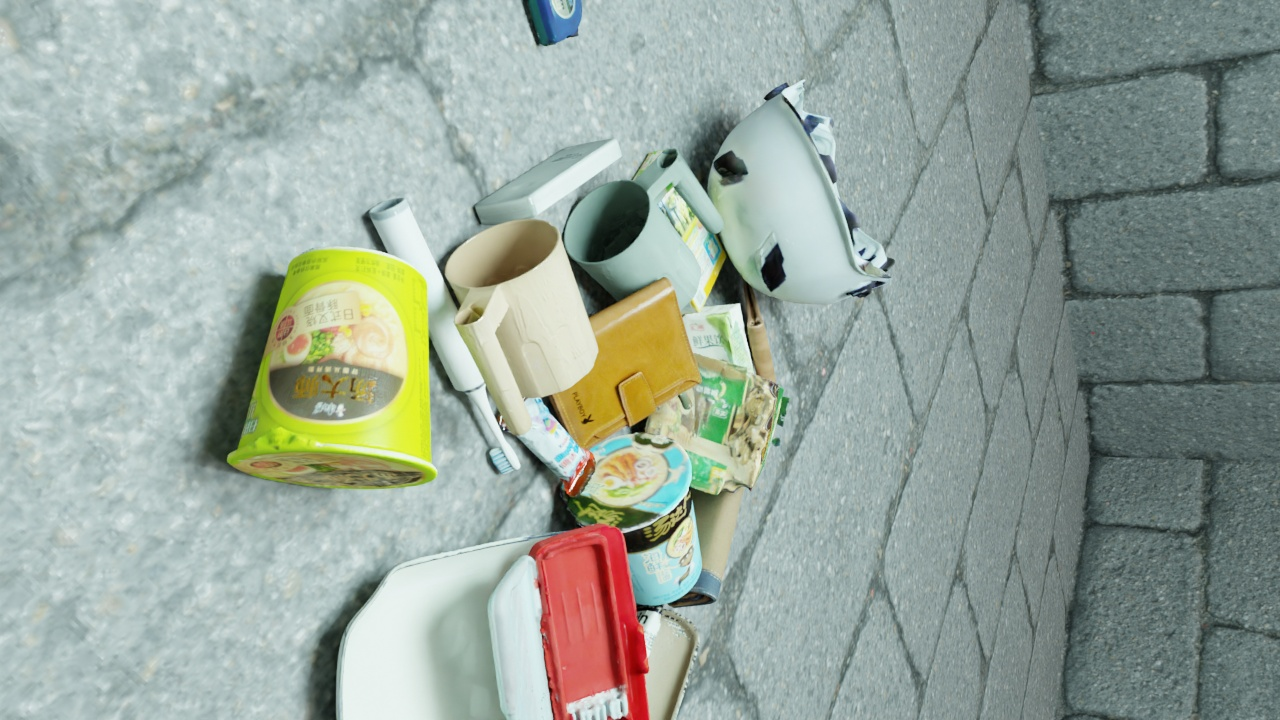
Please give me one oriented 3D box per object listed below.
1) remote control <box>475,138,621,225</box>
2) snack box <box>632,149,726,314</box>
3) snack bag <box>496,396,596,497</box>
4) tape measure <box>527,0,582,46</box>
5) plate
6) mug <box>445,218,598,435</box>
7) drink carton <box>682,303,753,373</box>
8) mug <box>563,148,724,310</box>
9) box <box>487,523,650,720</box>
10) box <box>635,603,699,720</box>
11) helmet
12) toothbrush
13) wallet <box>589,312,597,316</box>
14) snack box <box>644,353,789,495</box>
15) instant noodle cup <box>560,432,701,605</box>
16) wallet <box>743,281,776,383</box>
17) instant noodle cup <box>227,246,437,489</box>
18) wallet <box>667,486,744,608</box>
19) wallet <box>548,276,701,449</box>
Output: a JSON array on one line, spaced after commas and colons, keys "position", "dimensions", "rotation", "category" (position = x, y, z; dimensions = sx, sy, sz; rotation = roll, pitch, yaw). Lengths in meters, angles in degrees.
[{"position": [-0.070, -0.140, 0.718], "dimensions": [0.134, 0.056, 0.019], "rotation": [-48, 127, -47], "category": "remote control"}, {"position": [0.033, -0.123, 0.891], "dimensions": [0.140, 0.034, 0.086], "rotation": [60, 44, -38], "category": "snack box"}, {"position": [-0.072, 0.063, 0.727], "dimensions": [0.105, 0.026, 0.045], "rotation": [51, 58, -30], "category": "snack bag"}, {"position": [-0.071, -0.290, 0.749], "dimensions": [0.054, 0.025, 0.058], "rotation": [-48, 131, -48], "category": "tape measure"}, {"position": [-0.115, 0.209, 0.656], "dimensions": [0.265, 0.034, 0.162], "rotation": [1, 87, -56], "category": "plate"}, {"position": [-0.085, -0.023, 0.647], "dimensions": [0.124, 0.084, 0.104], "rotation": [-76, 154, -48], "category": "mug"}, {"position": [0.085, 0.004, 0.943], "dimensions": [0.045, 0.054, 0.122], "rotation": [-39, 120, -54], "category": "drink carton"}, {"position": [0.010, -0.105, 0.789], "dimensions": [0.124, 0.083, 0.103], "rotation": [-44, 139, 1], "category": "mug"}, {"position": [-0.056, 0.231, 0.661], "dimensions": [0.157, 0.069, 0.201], "rotation": [-19, 105, -51], "category": "box"}, {"position": [0.005, 0.285, 0.792], "dimensions": [0.086, 0.076, 0.161], "rotation": [32, 56, -16], "category": "box"}, {"position": [0.149, -0.155, 0.944], "dimensions": [0.229, 0.146, 0.258], "rotation": [66, 21, 1], "category": "helmet"}, {"position": [-0.131, -0.009, 0.648], "dimensions": [0.026, 0.026, 0.221], "rotation": [-106, 176, -64], "category": "toothbrush"}, {"position": [-0.005, 0.005, 0.841], "dimensions": [0.122, 0.020, 0.096], "rotation": [-3, 88, -56], "category": "wallet"}, {"position": [0.073, 0.056, 0.855], "dimensions": [0.105, 0.118, 0.118], "rotation": [-2, 107, -68], "category": "snack box"}, {"position": [0.004, 0.141, 0.778], "dimensions": [0.111, 0.111, 0.120], "rotation": [-57, 140, -40], "category": "instant noodle cup"}, {"position": [0.128, -0.021, 0.994], "dimensions": [0.115, 0.020, 0.101], "rotation": [-89, 166, -61], "category": "wallet"}, {"position": [-0.170, 0.004, 0.530], "dimensions": [0.111, 0.112, 0.123], "rotation": [26, 59, -53], "category": "instant noodle cup"}, {"position": [0.049, 0.169, 0.854], "dimensions": [0.033, 0.090, 0.115], "rotation": [35, 57, -28], "category": "wallet"}, {"position": [-0.016, 0.010, 0.766], "dimensions": [0.130, 0.035, 0.119], "rotation": [-31, 119, -16], "category": "wallet"}]
